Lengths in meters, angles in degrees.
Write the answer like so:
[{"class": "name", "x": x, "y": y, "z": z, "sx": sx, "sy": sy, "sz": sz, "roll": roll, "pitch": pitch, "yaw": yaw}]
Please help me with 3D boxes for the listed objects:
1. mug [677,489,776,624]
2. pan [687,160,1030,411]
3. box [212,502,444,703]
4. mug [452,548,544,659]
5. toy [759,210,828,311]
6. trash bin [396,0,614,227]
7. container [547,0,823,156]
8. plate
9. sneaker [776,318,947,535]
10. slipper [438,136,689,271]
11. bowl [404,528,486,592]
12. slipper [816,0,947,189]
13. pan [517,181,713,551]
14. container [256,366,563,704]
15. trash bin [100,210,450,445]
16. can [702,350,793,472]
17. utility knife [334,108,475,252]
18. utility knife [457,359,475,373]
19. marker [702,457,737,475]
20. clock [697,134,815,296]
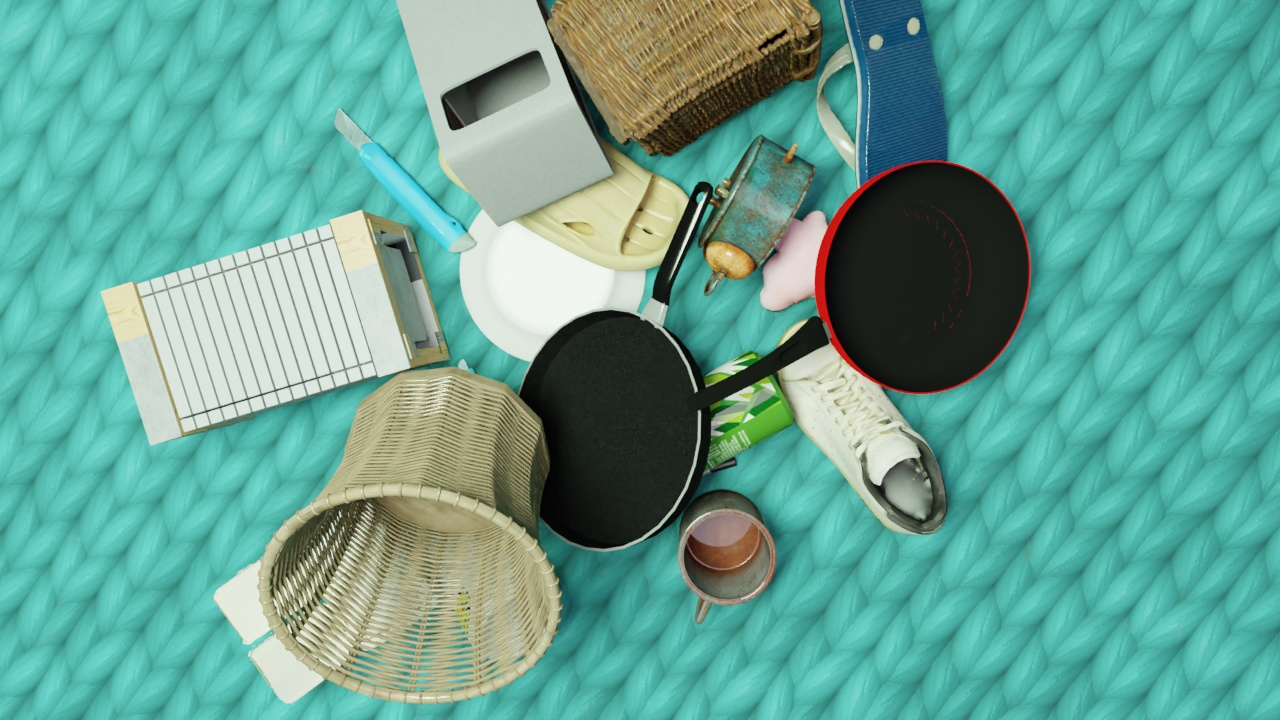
[{"class": "mug", "x": 0.076, "y": 0.192, "z": 0.887, "sx": 0.096, "sy": 0.110, "sz": 0.123, "roll": 23, "pitch": 94, "yaw": 6}, {"class": "pan", "x": 0.192, "y": -0.043, "z": 0.825, "sx": 0.356, "sy": 0.067, "sz": 0.209, "roll": -26, "pitch": 103, "yaw": -10}, {"class": "box", "x": -0.299, "y": 0.224, "z": 0.886, "sx": 0.185, "sy": 0.066, "sz": 0.145, "roll": -37, "pitch": 93, "yaw": -16}, {"class": "mug", "x": -0.135, "y": 0.247, "z": 0.905, "sx": 0.094, "sy": 0.068, "sz": 0.116, "roll": -6, "pitch": 125, "yaw": -31}, {"class": "toy", "x": 0.161, "y": -0.096, "z": 0.893, "sx": 0.102, "sy": 0.050, "sz": 0.093, "roll": -13, "pitch": 102, "yaw": 7}, {"class": "trash bin", "x": -0.125, "y": -0.257, "z": 0.820, "sx": 0.114, "sy": 0.114, "sz": 0.228, "roll": -23, "pitch": 64, "yaw": 6}, {"class": "container", "x": 0.040, "y": -0.284, "z": 0.801, "sx": 0.183, "sy": 0.249, "sz": 0.162, "roll": -32, "pitch": 91, "yaw": 12}, {"class": "plate", "x": -0.090, "y": -0.090, "z": 0.923, "sx": 0.188, "sy": 0.016, "sz": 0.188, "roll": 0, "pitch": 93, "yaw": 3}, {"class": "sneaker", "x": 0.212, "y": 0.070, "z": 0.874, "sx": 0.089, "sy": 0.102, "sz": 0.241, "roll": -35, "pitch": 90, "yaw": 4}, {"class": "slipper", "x": -0.074, "y": -0.171, "z": 0.876, "sx": 0.261, "sy": 0.079, "sz": 0.111, "roll": 24, "pitch": 77, "yaw": 4}, {"class": "bowl", "x": -0.207, "y": 0.179, "z": 0.931, "sx": 0.110, "sy": 0.040, "sz": 0.110, "roll": 0, "pitch": 94, "yaw": 2}, {"class": "slipper", "x": 0.225, "y": -0.255, "z": 0.866, "sx": 0.118, "sy": 0.060, "sz": 0.295, "roll": -22, "pitch": 110, "yaw": -21}, {"class": "pan", "x": -0.005, "y": 0.005, "z": 0.850, "sx": 0.225, "sy": 0.034, "sz": 0.357, "roll": 32, "pitch": 103, "yaw": 36}, {"class": "container", "x": -0.175, "y": 0.137, "z": 0.776, "sx": 0.227, "sy": 0.195, "sz": 0.227, "roll": -1, "pitch": 121, "yaw": -1}, {"class": "trash bin", "x": -0.334, "y": -0.031, "z": 0.874, "sx": 0.247, "sy": 0.142, "sz": 0.142, "roll": -16, "pitch": 92, "yaw": 3}, {"class": "can", "x": 0.067, "y": 0.058, "z": 0.890, "sx": 0.144, "sy": 0.083, "sz": 0.083, "roll": -29, "pitch": 91, "yaw": 4}, {"class": "utility knife", "x": -0.242, "y": -0.180, "z": 0.925, "sx": 0.031, "sy": 0.015, "sz": 0.196, "roll": -43, "pitch": 90, "yaw": 1}, {"class": "utility knife", "x": -0.159, "y": 0.052, "z": 0.936, "sx": 0.022, "sy": 0.015, "sz": 0.117, "roll": -22, "pitch": 90, "yaw": -3}, {"class": "marker", "x": 0.024, "y": 0.123, "z": 0.933, "sx": 0.152, "sy": 0.011, "sz": 0.011, "roll": -16, "pitch": 92, "yaw": 3}, {"class": "clock", "x": 0.093, "y": -0.133, "z": 0.862, "sx": 0.073, "sy": 0.121, "sz": 0.158, "roll": 28, "pitch": 100, "yaw": -4}]
